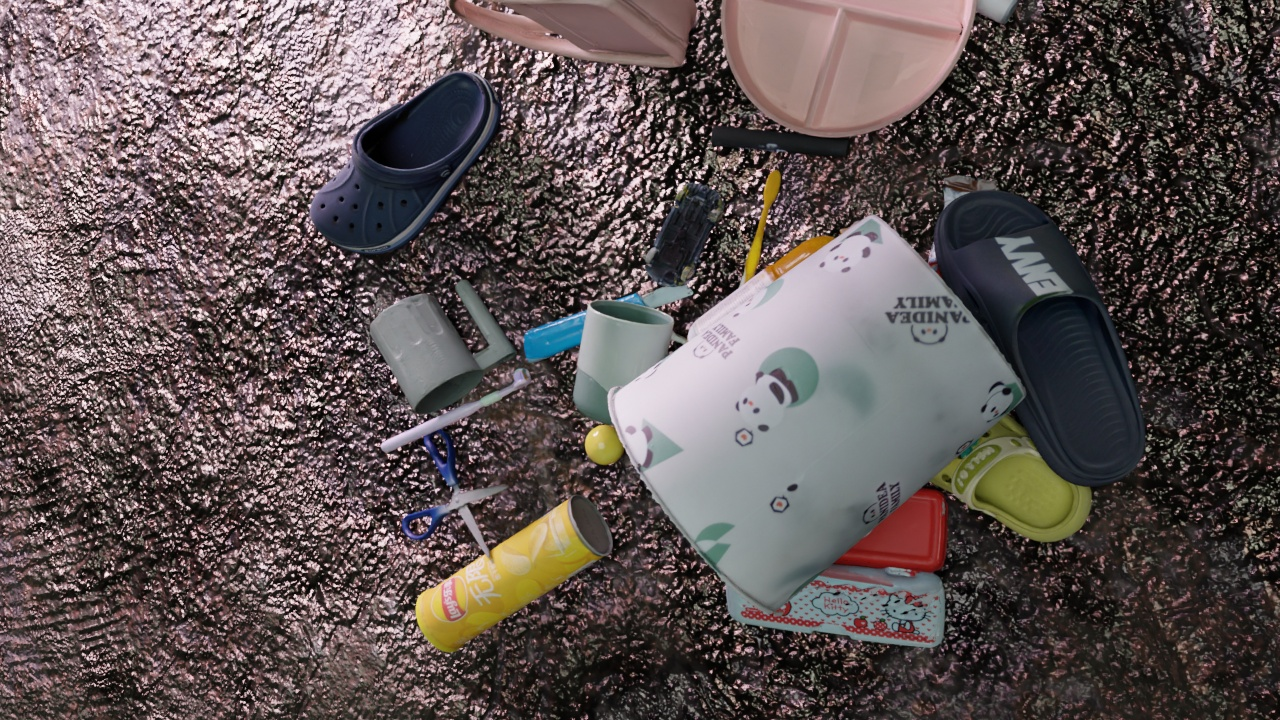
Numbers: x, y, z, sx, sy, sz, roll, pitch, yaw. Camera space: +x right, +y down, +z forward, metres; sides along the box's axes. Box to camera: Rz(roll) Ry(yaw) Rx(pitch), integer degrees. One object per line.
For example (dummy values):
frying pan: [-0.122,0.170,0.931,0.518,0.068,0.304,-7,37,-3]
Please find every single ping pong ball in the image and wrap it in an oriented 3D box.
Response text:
ping pong ball: [-0.036,0.085,0.926,0.040,0.040,0.040,0,91,20]

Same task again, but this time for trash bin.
trash bin: [0.140,0.034,0.731,0.252,0.229,0.229,-40,78,11]

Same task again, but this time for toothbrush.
toothbrush: [-0.201,0.057,0.986,0.189,0.029,0.021,-26,114,13]
toothbrush: [0.237,-0.365,0.827,0.221,0.027,0.026,35,62,16]
toothbrush: [0.108,-0.089,0.886,0.016,0.018,0.191,17,99,22]

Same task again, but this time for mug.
mug: [-0.005,0.005,0.893,0.111,0.082,0.106,8,106,-10]
mug: [-0.211,-0.017,0.976,0.124,0.084,0.103,-32,78,-10]

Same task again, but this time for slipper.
slipper: [-0.254,-0.208,0.975,0.253,0.095,0.105,-38,76,13]
slipper: [0.339,-0.029,0.748,0.110,0.083,0.268,-21,79,-4]
slipper: [0.296,0.085,0.786,0.190,0.081,0.092,34,99,14]

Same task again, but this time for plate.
plate: [0.185,-0.319,0.829,0.230,0.028,0.229,5,101,25]

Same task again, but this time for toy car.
toy car: [0.044,-0.121,0.899,0.049,0.031,0.106,30,99,18]

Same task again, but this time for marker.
marker: [0.132,-0.209,0.872,0.132,0.020,0.022,10,78,19]

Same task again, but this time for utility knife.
utility knife: [-0.036,-0.042,0.936,0.192,0.018,0.034,-19,100,18]

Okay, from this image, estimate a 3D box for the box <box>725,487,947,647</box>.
box: [0.177,0.185,0.847,0.201,0.060,0.161,2,95,21]

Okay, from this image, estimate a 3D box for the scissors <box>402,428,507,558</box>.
scissors: [-0.202,0.146,0.976,0.163,0.012,0.175,-42,58,25]

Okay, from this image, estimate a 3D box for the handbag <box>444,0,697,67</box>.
handbag: [-0.082,-0.340,0.868,0.235,0.193,0.093,4,90,30]

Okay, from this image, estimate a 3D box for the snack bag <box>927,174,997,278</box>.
snack bag: [0.280,-0.112,0.816,0.045,0.026,0.105,17,95,22]

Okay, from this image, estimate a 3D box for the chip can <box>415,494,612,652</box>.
chip can: [-0.132,0.222,0.947,0.214,0.072,0.072,-34,80,17]

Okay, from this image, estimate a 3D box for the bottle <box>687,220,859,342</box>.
bottle: [0.131,-0.055,0.835,0.190,0.068,0.068,-37,79,17]
